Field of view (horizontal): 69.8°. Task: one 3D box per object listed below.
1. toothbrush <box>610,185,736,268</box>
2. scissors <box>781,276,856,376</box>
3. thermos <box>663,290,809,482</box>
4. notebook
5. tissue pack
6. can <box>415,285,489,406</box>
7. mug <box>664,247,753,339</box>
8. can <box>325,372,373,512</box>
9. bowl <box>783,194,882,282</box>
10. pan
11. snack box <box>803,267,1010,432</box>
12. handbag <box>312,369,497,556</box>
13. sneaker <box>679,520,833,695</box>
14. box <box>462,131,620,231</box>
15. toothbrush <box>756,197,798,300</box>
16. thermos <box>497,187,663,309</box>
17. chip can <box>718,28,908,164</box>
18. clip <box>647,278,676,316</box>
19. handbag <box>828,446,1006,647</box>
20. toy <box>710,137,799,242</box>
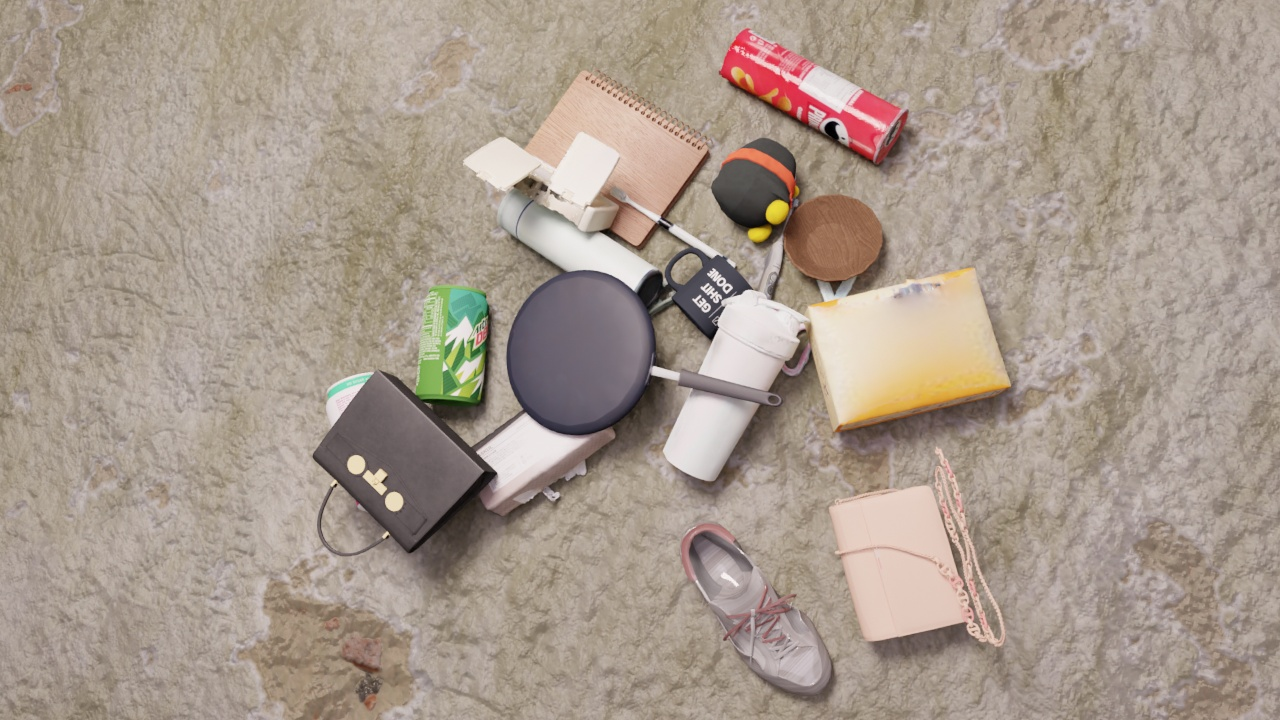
[{"bbox_3d":[0.040,-0.167,1.153,0.187,0.017,0.012,33,88,5],"label":"toothbrush"},{"bbox_3d":[0.221,-0.046,1.112,0.159,0.014,0.172,-21,77,6],"label":"scissors"},{"bbox_3d":[0.102,0.027,1.065,0.099,0.099,0.220,30,101,15],"label":"thermos"},{"bbox_3d":[-0.035,-0.269,1.203,0.210,0.022,0.169,36,90,16],"label":"notebook"},{"bbox_3d":[-0.122,0.113,1.136,0.181,0.071,0.104,-35,59,2],"label":"tissue pack"},{"bbox_3d":[-0.238,-0.017,1.168,0.083,0.083,0.144,1,80,12],"label":"can"},{"bbox_3d":[0.078,-0.089,1.116,0.077,0.071,0.105,-43,86,1],"label":"mug"},{"bbox_3d":[-0.337,0.105,1.164,0.088,0.088,0.165,-25,76,6],"label":"can"},{"bbox_3d":[0.233,-0.143,1.113,0.118,0.030,0.117,-4,69,9],"label":"bowl"},{"bbox_3d":[-0.006,0.006,1.058,0.357,0.021,0.198,14,89,25],"label":"pan"},{"bbox_3d":[0.300,-0.013,1.044,0.195,0.080,0.145,-13,77,3],"label":"snack box"},{"bbox_3d":[-0.305,0.145,1.084,0.176,0.072,0.195,42,87,9],"label":"handbag"},{"bbox_3d":[0.124,0.280,1.033,0.099,0.089,0.236,-42,75,2],"label":"sneaker"},{"bbox_3d":[-0.104,-0.229,1.087,0.143,0.193,0.101,31,110,10],"label":"box"},{"bbox_3d":[0.164,-0.115,1.132,0.022,0.024,0.185,21,83,-27],"label":"toothbrush"},{"bbox_3d":[-0.078,-0.141,1.153,0.230,0.068,0.068,36,88,22],"label":"thermos"},{"bbox_3d":[0.211,-0.330,1.136,0.233,0.073,0.073,34,88,16],"label":"chip can"},{"bbox_3d":[0.012,-0.070,1.156,0.076,0.023,0.047,-34,73,2],"label":"clip"},{"bbox_3d":[0.275,0.204,0.965,0.116,0.187,0.198,-14,82,2],"label":"handbag"},{"bbox_3d":[0.146,-0.222,1.120,0.099,0.098,0.119,32,70,-3],"label":"toy"}]
